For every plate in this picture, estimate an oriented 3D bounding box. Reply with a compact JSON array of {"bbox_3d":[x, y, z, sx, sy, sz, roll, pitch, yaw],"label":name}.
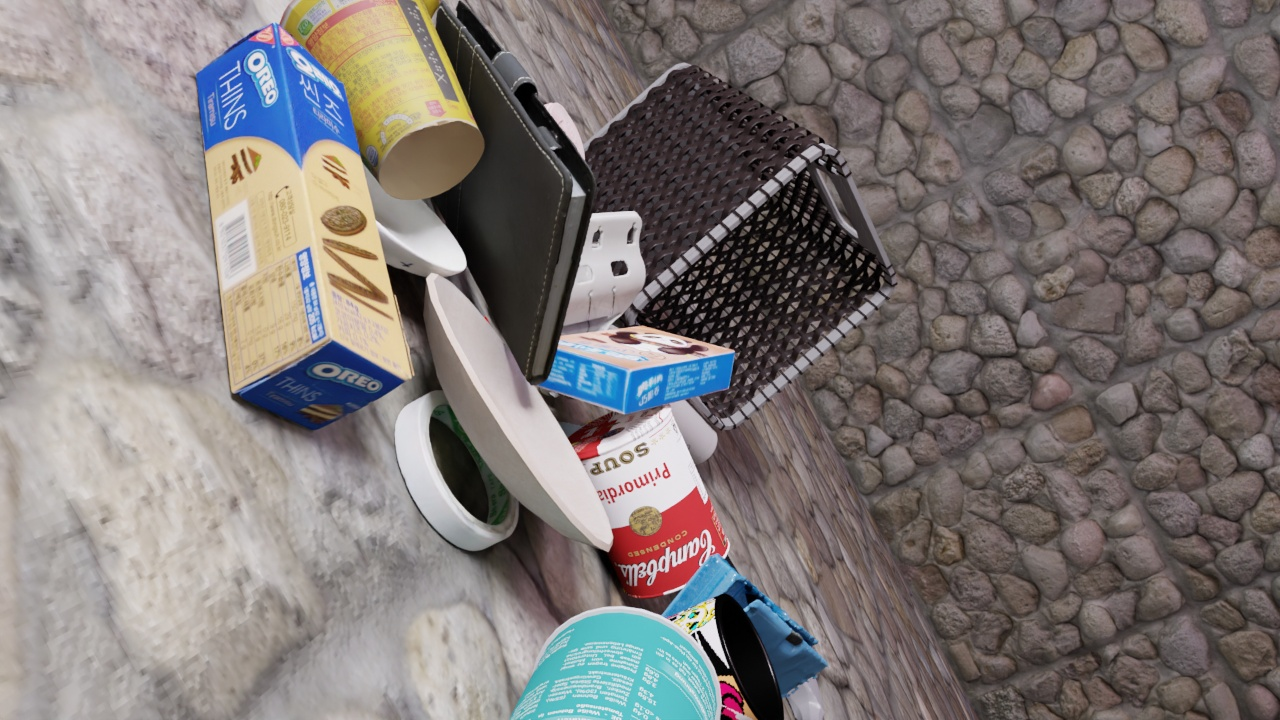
[{"bbox_3d":[-0.154,-0.083,0.561,0.104,0.026,0.104,43,12,-12],"label":"plate"},{"bbox_3d":[-0.077,0.036,0.535,0.188,0.027,0.188,57,0,-1],"label":"plate"}]

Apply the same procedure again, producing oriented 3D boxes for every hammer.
[{"bbox_3d":[0.097,0.231,0.913,0.323,0.029,0.127,58,14,-14],"label":"hammer"}]

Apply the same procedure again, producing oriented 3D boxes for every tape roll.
[{"bbox_3d":[-0.102,0.061,0.519,0.094,0.018,0.093,57,14,-23],"label":"tape roll"}]

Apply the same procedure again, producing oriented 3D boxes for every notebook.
[{"bbox_3d":[-0.093,-0.113,0.593,0.209,0.029,0.170,55,-36,33],"label":"notebook"}]

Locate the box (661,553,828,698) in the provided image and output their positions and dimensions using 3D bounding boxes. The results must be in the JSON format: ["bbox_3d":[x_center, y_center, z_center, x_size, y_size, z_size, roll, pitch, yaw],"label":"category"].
[{"bbox_3d":[0.080,0.222,0.688,0.054,0.093,0.231,34,-10,35],"label":"box"}]

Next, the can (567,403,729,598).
[{"bbox_3d":[0.003,0.098,0.664,0.086,0.087,0.116,-63,130,-73],"label":"can"}]

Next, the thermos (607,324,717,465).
[{"bbox_3d":[0.009,0.036,0.902,0.224,0.052,0.052,46,21,-49],"label":"thermos"}]

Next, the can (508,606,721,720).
[{"bbox_3d":[-0.019,0.187,0.405,0.099,0.099,0.143,61,14,-5],"label":"can"}]

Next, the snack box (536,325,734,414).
[{"bbox_3d":[-0.004,0.004,0.670,0.151,0.087,0.034,-10,112,-57],"label":"snack box"}]

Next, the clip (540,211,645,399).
[{"bbox_3d":[-0.060,-0.047,0.722,0.099,0.152,0.126,26,24,29],"label":"clip"}]

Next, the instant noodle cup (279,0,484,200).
[{"bbox_3d":[-0.153,-0.161,0.559,0.112,0.100,0.100,59,12,16],"label":"instant noodle cup"}]

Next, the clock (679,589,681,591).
[{"bbox_3d":[0.026,0.126,0.789,0.104,0.056,0.147,53,19,-36],"label":"clock"}]

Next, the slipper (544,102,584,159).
[{"bbox_3d":[-0.097,-0.143,0.839,0.094,0.064,0.238,55,28,-42],"label":"slipper"}]

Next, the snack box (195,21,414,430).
[{"bbox_3d":[-0.168,-0.072,0.449,0.056,0.057,0.206,42,25,-58],"label":"snack box"}]

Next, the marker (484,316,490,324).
[{"bbox_3d":[-0.082,0.039,0.632,0.145,0.021,0.023,62,-3,0],"label":"marker"}]

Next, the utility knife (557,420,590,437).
[{"bbox_3d":[-0.028,0.067,0.796,0.030,0.019,0.217,57,15,16],"label":"utility knife"}]

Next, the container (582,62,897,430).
[{"bbox_3d":[0.073,-0.127,0.966,0.243,0.245,0.247,52,4,41],"label":"container"}]

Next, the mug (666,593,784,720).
[{"bbox_3d":[0.032,0.209,0.554,0.118,0.098,0.081,55,16,-28],"label":"mug"}]
